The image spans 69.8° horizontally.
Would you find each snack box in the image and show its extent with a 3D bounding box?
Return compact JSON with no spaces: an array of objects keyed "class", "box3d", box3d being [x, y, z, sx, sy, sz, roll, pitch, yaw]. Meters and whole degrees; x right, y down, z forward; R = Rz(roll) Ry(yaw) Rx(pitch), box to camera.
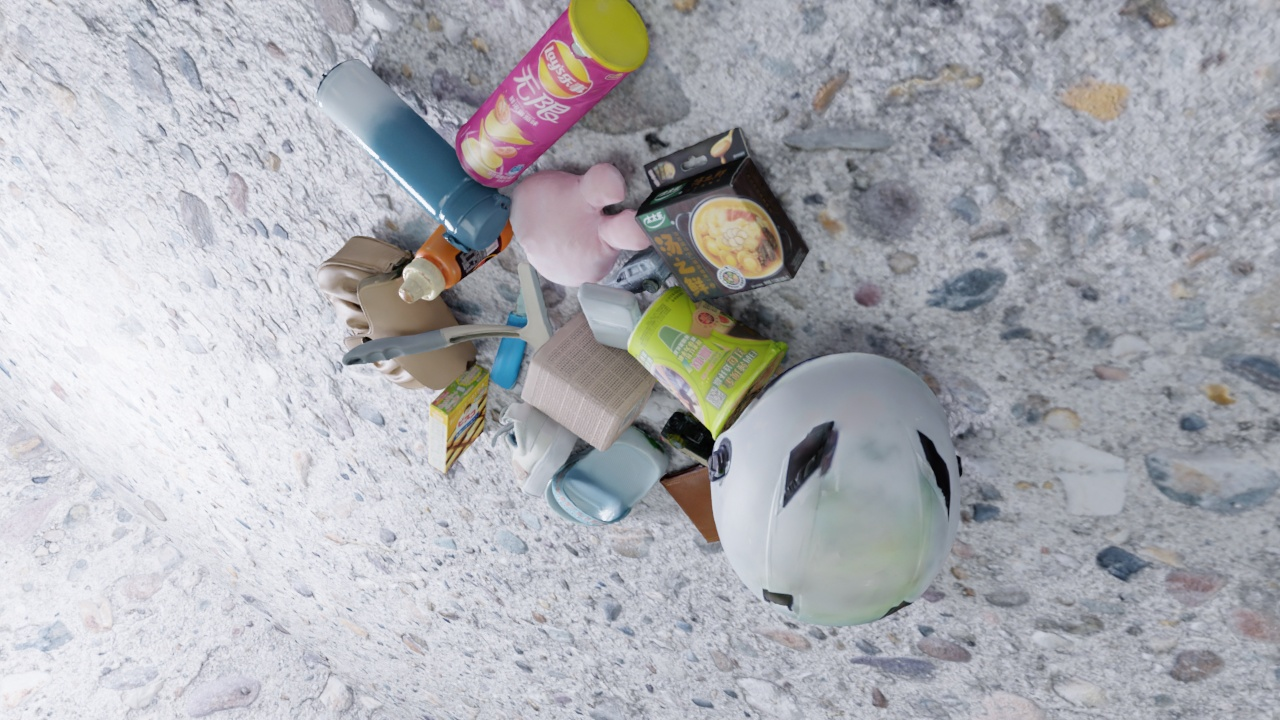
[{"class":"snack box","box3d":[0.064,-0.119,0.789,0.113,0.053,0.125,-11,127,44]},{"class":"snack box","box3d":[-0.237,0.076,1.191,0.034,0.086,0.141,29,141,12]}]

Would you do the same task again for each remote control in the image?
[{"class":"remote control","box3d":[-0.025,-0.041,0.894,0.056,0.020,0.136,14,164,11]}]

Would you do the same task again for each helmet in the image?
[{"class":"helmet","box3d":[0.176,0.136,0.802,0.229,0.145,0.259,5,127,-6]}]

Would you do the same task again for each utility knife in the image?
[{"class":"utility knife","box3d":[-0.146,-0.027,1.071,0.034,0.018,0.193,21,141,-4]}]

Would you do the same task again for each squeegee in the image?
[{"class":"squeegee","box3d":[-0.216,-0.021,1.039,0.246,0.039,0.247,-6,141,3]}]

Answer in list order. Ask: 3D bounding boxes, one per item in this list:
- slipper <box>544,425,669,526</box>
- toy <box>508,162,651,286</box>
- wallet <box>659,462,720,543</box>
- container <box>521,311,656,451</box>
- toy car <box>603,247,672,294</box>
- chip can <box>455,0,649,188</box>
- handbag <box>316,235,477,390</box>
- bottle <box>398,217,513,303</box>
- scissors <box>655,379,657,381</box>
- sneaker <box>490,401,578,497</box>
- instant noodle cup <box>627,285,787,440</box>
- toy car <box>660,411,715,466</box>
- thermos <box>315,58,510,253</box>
[{"class":"slipper","box3d":[-0.048,0.158,1.139,0.104,0.074,0.246,40,141,-5]},{"class":"toy","box3d":[-0.057,-0.128,0.865,0.160,0.054,0.121,-10,120,43]},{"class":"wallet","box3d":[0.089,0.160,1.069,0.101,0.032,0.125,49,140,-10]},{"class":"container","box3d":[-0.052,0.026,0.979,0.111,0.089,0.090,36,142,10]},{"class":"toy car","box3d":[-0.002,-0.082,0.879,0.091,0.042,0.034,-15,121,47]},{"class":"chip can","box3d":[-0.081,-0.222,0.774,0.071,0.071,0.211,47,142,-13]},{"class":"handbag","box3d":[-0.294,-0.047,1.099,0.148,0.099,0.204,0,133,37]},{"class":"bottle","box3d":[-0.187,-0.107,0.912,0.067,0.149,0.067,22,140,19]},{"class":"scissors","box3d":[-0.006,0.007,0.998,0.133,0.017,0.136,27,142,20]},{"class":"sneaker","box3d":[-0.137,0.101,1.100,0.090,0.089,0.243,27,159,-5]},{"class":"instant noodle cup","box3d":[0.057,-0.006,0.868,0.123,0.111,0.112,38,143,12]},{"class":"toy car","box3d":[0.068,0.092,1.006,0.090,0.042,0.035,28,151,13]},{"class":"thermos","box3d":[-0.217,-0.195,0.881,0.220,0.070,0.070,45,143,10]}]
